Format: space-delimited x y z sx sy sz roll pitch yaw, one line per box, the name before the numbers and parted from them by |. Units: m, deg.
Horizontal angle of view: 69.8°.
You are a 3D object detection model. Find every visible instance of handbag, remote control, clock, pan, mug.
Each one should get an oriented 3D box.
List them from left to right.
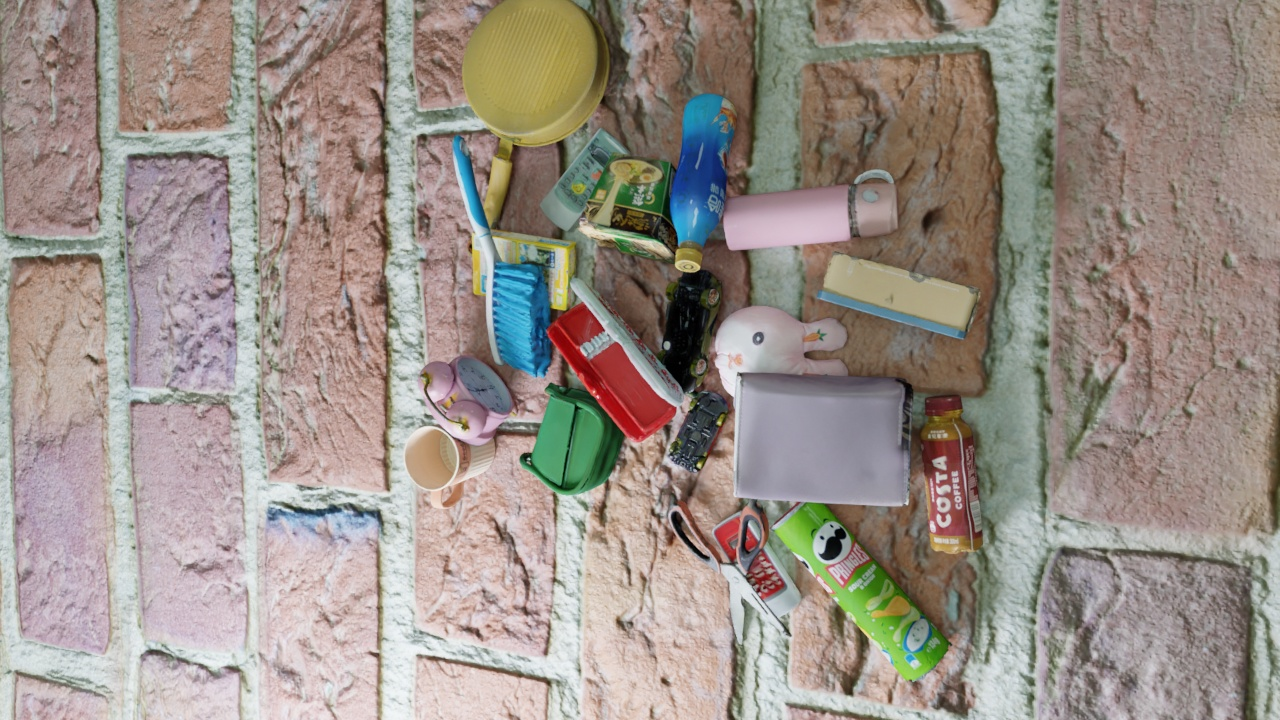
mug | -0.253 0.139 1.227 0.082 0.105 0.114 4 94 19
clock | -0.229 0.050 1.187 0.060 0.158 0.117 -40 81 19
pan | -0.165 -0.305 1.208 0.198 0.078 0.357 26 94 19
handbag | -0.090 0.102 1.195 0.120 0.067 0.131 24 101 24
remote control | -0.072 -0.232 1.192 0.056 0.019 0.135 45 105 12
remote control | 0.144 0.255 1.141 0.056 0.020 0.136 -34 81 16
handbag | 0.205 0.086 1.055 0.197 0.098 0.145 3 104 4

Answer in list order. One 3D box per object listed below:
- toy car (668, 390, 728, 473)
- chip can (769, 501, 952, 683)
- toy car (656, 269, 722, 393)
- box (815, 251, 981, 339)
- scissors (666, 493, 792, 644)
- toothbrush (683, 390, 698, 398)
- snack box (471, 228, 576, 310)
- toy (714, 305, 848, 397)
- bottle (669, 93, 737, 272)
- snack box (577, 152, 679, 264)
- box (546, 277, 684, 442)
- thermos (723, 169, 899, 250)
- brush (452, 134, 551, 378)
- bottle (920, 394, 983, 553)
toy car | 0.075 0.088 1.150 0.049 0.031 0.106 26 104 15
chip can | 0.257 0.263 1.076 0.072 0.072 0.236 -45 79 15
toy car | 0.060 -0.036 1.139 0.070 0.042 0.158 17 99 42
box | 0.287 -0.076 1.041 0.184 0.089 0.062 16 98 20
scissors | 0.109 0.251 1.134 0.189 0.015 0.223 17 116 36
toothbrush | -0.007 0.007 1.186 0.186 0.012 0.017 28 107 16
snack box | -0.153 -0.120 1.206 0.140 0.033 0.087 12 116 20
toy | 0.169 -0.007 1.105 0.159 0.054 0.121 -4 93 12
bottle | 0.069 -0.208 1.081 0.065 0.065 0.218 3 70 19
snack box | 0.001 -0.190 1.127 0.117 0.118 0.105 15 87 18
box | -0.036 -0.006 1.128 0.095 0.102 0.201 -37 68 -6
thermos | 0.201 -0.179 1.081 0.199 0.067 0.087 -4 63 19
brush | -0.174 -0.123 1.156 0.109 0.060 0.315 13 122 21
bottle | 0.352 0.127 1.044 0.057 0.057 0.175 -5 91 19
